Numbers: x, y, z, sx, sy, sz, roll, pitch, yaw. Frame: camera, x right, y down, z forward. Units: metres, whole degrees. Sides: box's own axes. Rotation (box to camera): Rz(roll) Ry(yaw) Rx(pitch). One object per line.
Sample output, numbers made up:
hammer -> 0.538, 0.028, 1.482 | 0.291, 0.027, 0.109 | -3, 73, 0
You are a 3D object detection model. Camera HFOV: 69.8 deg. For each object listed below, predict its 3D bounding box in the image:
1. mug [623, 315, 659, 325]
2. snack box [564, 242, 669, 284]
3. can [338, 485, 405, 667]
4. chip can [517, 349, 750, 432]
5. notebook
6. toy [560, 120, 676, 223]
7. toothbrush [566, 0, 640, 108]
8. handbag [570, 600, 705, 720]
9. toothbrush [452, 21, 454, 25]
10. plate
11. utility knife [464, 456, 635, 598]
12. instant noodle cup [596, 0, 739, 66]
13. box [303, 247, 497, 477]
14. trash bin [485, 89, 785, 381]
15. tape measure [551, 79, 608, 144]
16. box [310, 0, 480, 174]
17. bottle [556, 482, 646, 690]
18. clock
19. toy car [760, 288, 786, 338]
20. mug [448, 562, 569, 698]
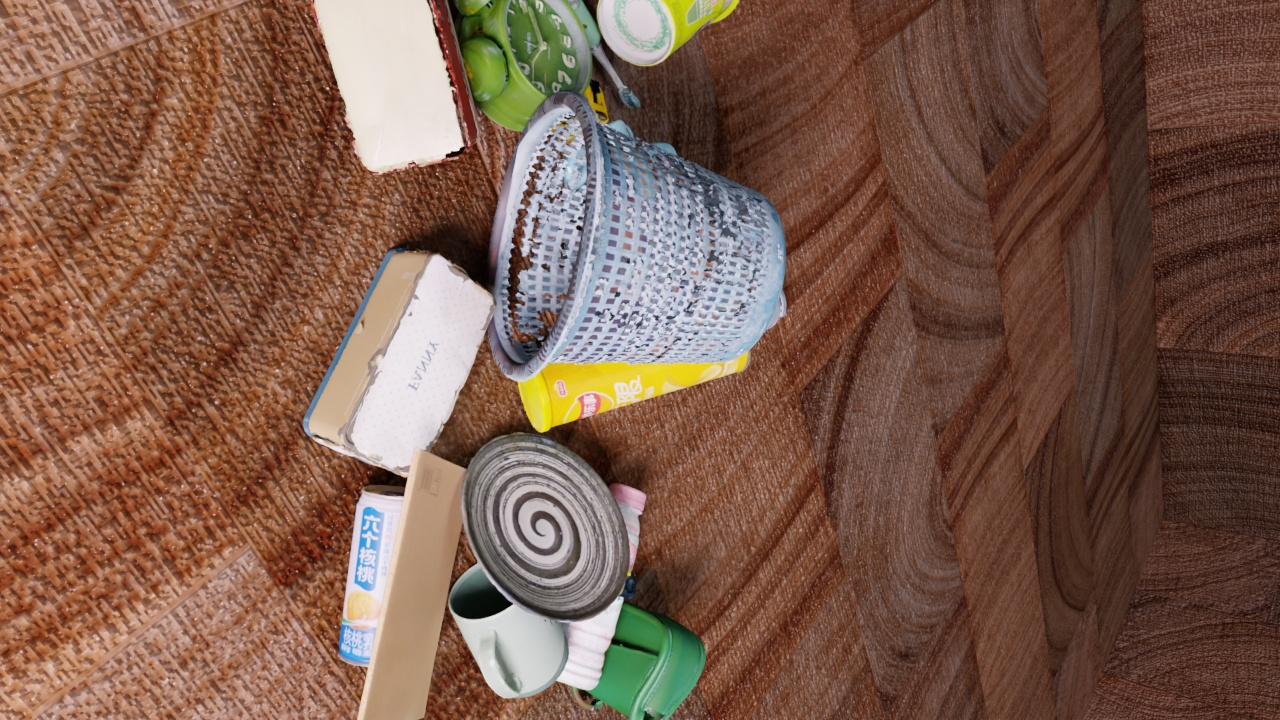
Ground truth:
mug -> 0.027, -0.046, 0.945 | 0.123, 0.084, 0.103 | 7, 93, -36
snack box -> 0.017, -0.087, 0.878 | 0.174, 0.051, 0.074 | -7, 99, -11
can -> -0.205, 0.170, 0.732 | 0.053, 0.053, 0.134 | 7, 91, -49
chip can -> -0.005, 0.005, 0.858 | 0.213, 0.072, 0.072 | -15, 109, -21
notebook -> -0.174, 0.181, 0.720 | 0.149, 0.012, 0.211 | 72, 27, -76
toy -> -0.016, -0.167, 0.880 | 0.161, 0.050, 0.156 | -45, 152, -21
toothbrush -> -0.062, -0.317, 0.836 | 0.026, 0.027, 0.224 | -48, 131, -10
handbag -> -0.007, 0.309, 0.923 | 0.068, 0.131, 0.120 | 36, 73, -35
toothbrush -> -0.115, -0.268, 0.796 | 0.185, 0.012, 0.017 | 9, 83, -49
plate -> -0.085, 0.147, 0.811 | 0.179, 0.024, 0.179 | 27, 43, -29
utility knife -> -0.079, 0.154, 0.850 | 0.215, 0.015, 0.033 | 43, 47, -18
instant noodle cup -> 0.022, -0.338, 0.853 | 0.123, 0.112, 0.112 | -56, 133, -35
box -> -0.184, -0.005, 0.726 | 0.090, 0.061, 0.184 | 41, 64, -44
trash bin -> 0.000, -0.083, 0.752 | 0.195, 0.227, 0.226 | 9, 89, -27
tape measure -> -0.056, -0.228, 0.834 | 0.028, 0.060, 0.057 | 3, 69, -47
box -> -0.180, -0.223, 0.655 | 0.076, 0.091, 0.168 | -90, 168, -69
bottle -> -0.044, 0.220, 0.911 | 0.068, 0.068, 0.196 | 35, 69, -46
clock -> -0.105, -0.257, 0.751 | 0.161, 0.056, 0.116 | 7, 77, -49
toy car -> 0.130, -0.052, 1.090 | 0.120, 0.037, 0.054 | -31, 119, -38
mug -> -0.115, 0.247, 0.810 | 0.111, 0.082, 0.106 | -84, 159, -62
